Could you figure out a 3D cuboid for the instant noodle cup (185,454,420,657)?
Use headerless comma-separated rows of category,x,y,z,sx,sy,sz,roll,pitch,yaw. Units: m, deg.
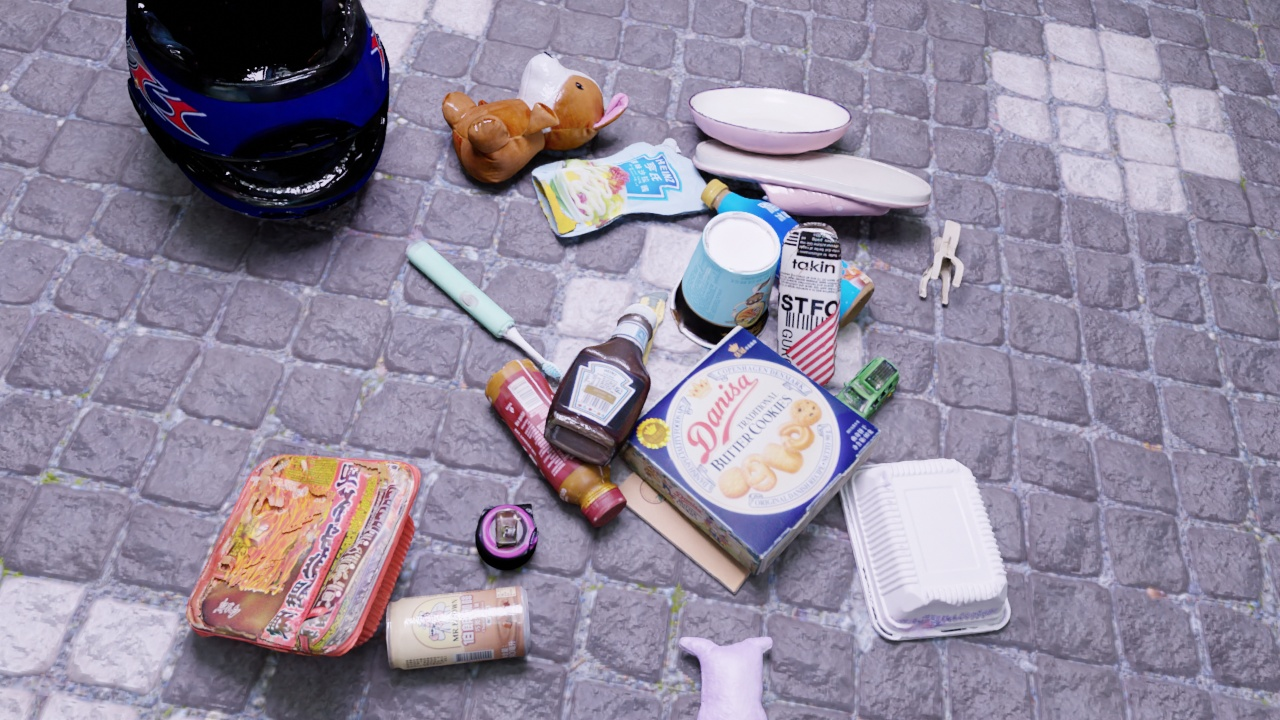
instant noodle cup,-0.269,0.164,0.762,0.189,0.079,0.164,1,57,26

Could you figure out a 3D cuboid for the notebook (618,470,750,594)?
notebook,0.095,0.106,0.906,0.148,0.008,0.207,38,62,14

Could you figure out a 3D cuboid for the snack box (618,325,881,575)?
snack box,0.103,0.080,0.881,0.182,0.046,0.177,39,64,21

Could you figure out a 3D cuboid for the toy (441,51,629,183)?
toy,-0.121,-0.284,1.045,0.199,0.131,0.140,-20,42,-26

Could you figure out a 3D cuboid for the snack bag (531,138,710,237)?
snack bag,-0.020,-0.199,1.051,0.190,0.039,0.110,-17,57,-18

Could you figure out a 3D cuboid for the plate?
plate,0.150,-0.281,1.086,0.192,0.039,0.192,3,31,-2

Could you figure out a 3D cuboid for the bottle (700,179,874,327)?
bottle,0.155,-0.125,1.012,0.218,0.065,0.065,42,64,16

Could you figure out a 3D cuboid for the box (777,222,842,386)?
box,0.175,-0.059,0.937,0.076,0.163,0.087,7,21,27

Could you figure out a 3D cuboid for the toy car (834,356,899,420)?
toy car,0.231,0.034,0.950,0.043,0.036,0.091,41,67,14

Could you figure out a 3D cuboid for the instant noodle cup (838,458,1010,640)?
instant noodle cup,0.273,0.167,0.864,0.138,0.060,0.173,-3,62,-9

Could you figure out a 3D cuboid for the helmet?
helmet,-0.367,-0.259,0.917,0.247,0.241,0.315,-21,54,-19

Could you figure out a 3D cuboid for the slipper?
slipper,0.193,-0.203,1.055,0.274,0.054,0.113,13,32,9

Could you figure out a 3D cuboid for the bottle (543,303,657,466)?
bottle,-0.027,0.014,0.880,0.080,0.044,0.194,25,43,0

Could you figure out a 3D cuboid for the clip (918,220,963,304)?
clip,0.347,-0.118,1.033,0.035,0.082,0.104,20,71,4

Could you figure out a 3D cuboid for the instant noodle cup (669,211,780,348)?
instant noodle cup,0.092,-0.087,0.950,0.111,0.121,0.111,3,60,-5

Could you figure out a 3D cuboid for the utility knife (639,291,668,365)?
utility knife,-0.006,0.006,0.950,0.031,0.021,0.198,12,64,7

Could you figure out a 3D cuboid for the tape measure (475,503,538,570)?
tape measure,-0.121,0.158,0.829,0.057,0.039,0.057,-2,60,-8

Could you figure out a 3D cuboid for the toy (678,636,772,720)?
toy,0.075,0.288,0.780,0.084,0.039,0.107,4,62,-5

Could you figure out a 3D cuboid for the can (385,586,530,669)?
can,-0.153,0.226,0.775,0.116,0.059,0.058,-4,61,-9

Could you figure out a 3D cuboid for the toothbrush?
toothbrush,-0.162,-0.051,0.953,0.224,0.027,0.026,40,103,15

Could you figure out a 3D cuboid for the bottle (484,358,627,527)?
bottle,-0.079,0.078,0.870,0.057,0.058,0.175,-31,68,-22
